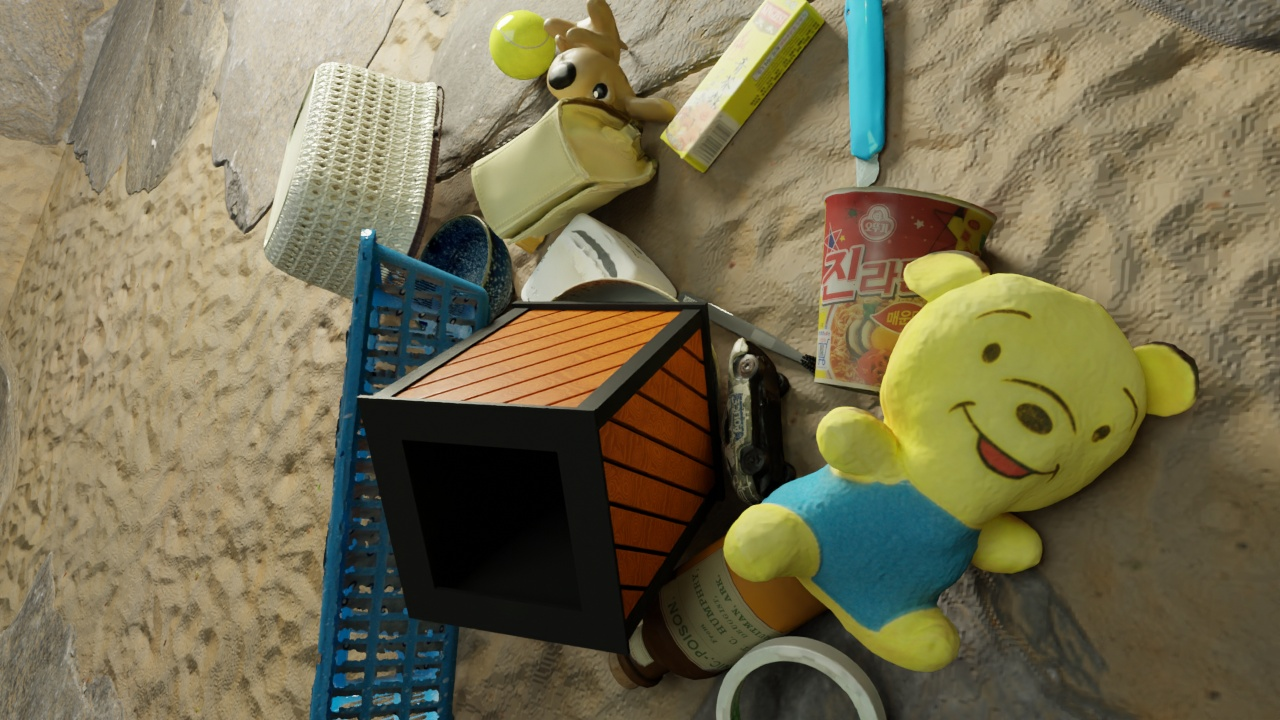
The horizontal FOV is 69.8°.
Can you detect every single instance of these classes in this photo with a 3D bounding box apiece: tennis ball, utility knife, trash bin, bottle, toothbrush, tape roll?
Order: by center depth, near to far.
[{"bbox_3d":[0.089,0.203,0.514,0.094,0.018,0.094,2,94,27],"label":"tape roll"},{"bbox_3d":[-0.046,0.057,0.556,0.140,0.171,0.140,2,112,23],"label":"trash bin"},{"bbox_3d":[0.043,0.156,0.566,0.157,0.067,0.067,-40,50,24],"label":"bottle"},{"bbox_3d":[0.158,-0.198,0.644,0.031,0.015,0.174,-11,68,43],"label":"utility knife"},{"bbox_3d":[0.079,-0.019,0.646,0.167,0.013,0.013,32,96,47],"label":"toothbrush"},{"bbox_3d":[-0.116,-0.311,0.906,0.065,0.065,0.065,-18,61,37],"label":"tennis ball"}]

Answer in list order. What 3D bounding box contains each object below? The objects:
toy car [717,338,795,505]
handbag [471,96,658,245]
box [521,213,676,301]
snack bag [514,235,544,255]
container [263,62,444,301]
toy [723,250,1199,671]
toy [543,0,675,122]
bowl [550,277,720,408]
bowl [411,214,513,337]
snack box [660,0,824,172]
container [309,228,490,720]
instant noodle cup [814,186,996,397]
[{"bbox_3d":[0.072,0.041,0.600,0.041,0.048,0.112,-15,62,31],"label":"toy car"},{"bbox_3d":[-0.060,-0.156,0.762,0.120,0.111,0.081,-23,86,38],"label":"handbag"},{"bbox_3d":[-0.050,-0.057,0.723,0.102,0.095,0.107,-51,44,13],"label":"box"},{"bbox_3d":[-0.091,-0.148,0.845,0.020,0.026,0.099,8,76,49],"label":"snack bag"},{"bbox_3d":[-0.288,-0.182,0.940,0.185,0.143,0.251,-39,43,45],"label":"container"},{"bbox_3d":[0.155,0.048,0.468,0.214,0.149,0.084,-53,13,6],"label":"toy"},{"bbox_3d":[-0.039,-0.248,0.795,0.134,0.105,0.108,-12,76,35],"label":"toy"},{"bbox_3d":[-0.004,0.004,0.654,0.145,0.063,0.145,9,113,21],"label":"bowl"},{"bbox_3d":[-0.155,-0.071,0.847,0.115,0.060,0.114,-16,65,37],"label":"bowl"},{"bbox_3d":[0.078,-0.218,0.716,0.148,0.029,0.040,-50,47,15],"label":"snack box"},{"bbox_3d":[-0.176,0.107,0.676,0.257,0.089,0.362,167,108,-75],"label":"container"},{"bbox_3d":[0.146,-0.035,0.537,0.100,0.100,0.112,10,87,44],"label":"instant noodle cup"}]
